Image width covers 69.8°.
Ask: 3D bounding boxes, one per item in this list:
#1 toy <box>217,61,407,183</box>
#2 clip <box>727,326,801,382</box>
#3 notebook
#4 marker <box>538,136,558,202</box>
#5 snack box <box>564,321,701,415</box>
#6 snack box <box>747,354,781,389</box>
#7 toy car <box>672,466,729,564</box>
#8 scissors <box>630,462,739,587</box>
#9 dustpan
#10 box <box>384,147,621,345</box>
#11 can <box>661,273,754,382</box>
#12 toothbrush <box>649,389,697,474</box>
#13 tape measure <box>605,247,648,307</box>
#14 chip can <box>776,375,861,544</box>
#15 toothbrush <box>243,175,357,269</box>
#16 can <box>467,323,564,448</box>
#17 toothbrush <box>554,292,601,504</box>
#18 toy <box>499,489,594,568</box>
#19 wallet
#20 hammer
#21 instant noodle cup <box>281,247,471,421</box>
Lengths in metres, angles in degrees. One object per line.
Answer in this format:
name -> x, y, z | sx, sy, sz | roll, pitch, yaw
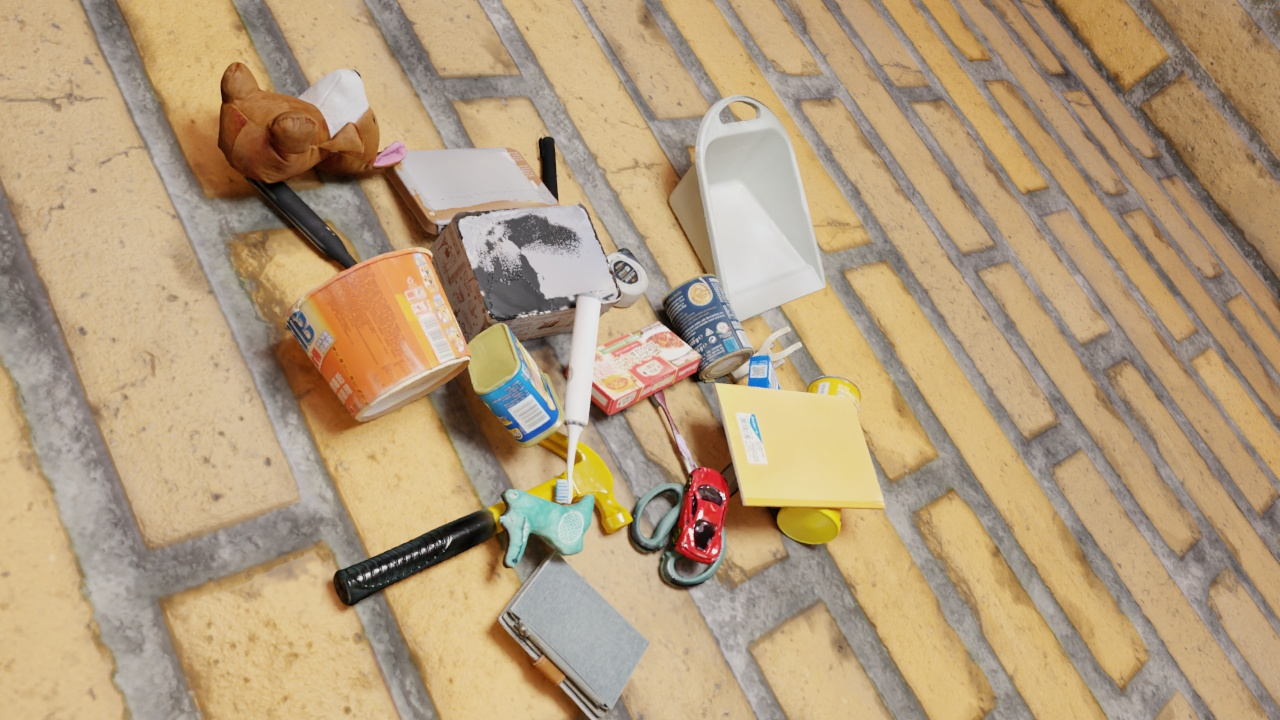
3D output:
toy -> -0.333, -0.244, 0.936 | 0.140, 0.131, 0.199 | 41, 17, 12
clip -> 0.161, -0.010, 1.159 | 0.101, 0.097, 0.035 | -16, 70, -51
notebook -> 0.181, 0.098, 1.034 | 0.206, 0.010, 0.145 | 6, 58, -32
marker -> -0.115, -0.230, 1.152 | 0.022, 0.020, 0.131 | 20, 50, -36
snack box -> -0.006, 0.006, 1.045 | 0.075, 0.026, 0.152 | 40, 42, 25
snack box -> 0.145, 0.080, 1.080 | 0.084, 0.026, 0.156 | 63, 28, -46
toy car -> 0.067, 0.160, 0.966 | 0.049, 0.031, 0.106 | 25, 54, -14
scissors -> 0.076, 0.180, 0.989 | 0.184, 0.019, 0.129 | -18, 74, -31
dustpan -> 0.159, -0.216, 1.246 | 0.222, 0.143, 0.257 | -22, 73, -41
box -> -0.157, -0.148, 1.026 | 0.178, 0.103, 0.260 | -12, 73, -38
can -> 0.083, -0.039, 1.117 | 0.075, 0.076, 0.111 | -11, 67, -38
toothbrush -> 0.048, 0.107, 1.038 | 0.016, 0.017, 0.187 | -14, 71, -31
tape measure -> -0.025, -0.098, 1.114 | 0.065, 0.034, 0.066 | -27, 75, -40
chip can -> 0.218, 0.115, 1.107 | 0.072, 0.072, 0.212 | 32, 47, -12
toothbrush -> -0.321, -0.121, 0.937 | 0.212, 0.027, 0.026 | 45, 31, -1
can -> -0.126, 0.023, 0.905 | 0.083, 0.057, 0.102 | 56, 3, -37
toothbrush -> -0.064, 0.036, 0.930 | 0.026, 0.027, 0.220 | 10, 70, -14
toy -> -0.093, 0.155, 0.857 | 0.092, 0.030, 0.096 | 23, 58, -14
wallet -> -0.063, 0.254, 0.848 | 0.129, 0.037, 0.106 | 45, 36, -1
hammer -> -0.144, 0.152, 0.865 | 0.299, 0.033, 0.128 | -20, 73, -41
instant noodle cup -> -0.235, -0.019, 0.849 | 0.151, 0.152, 0.111 | -28, 86, -42
